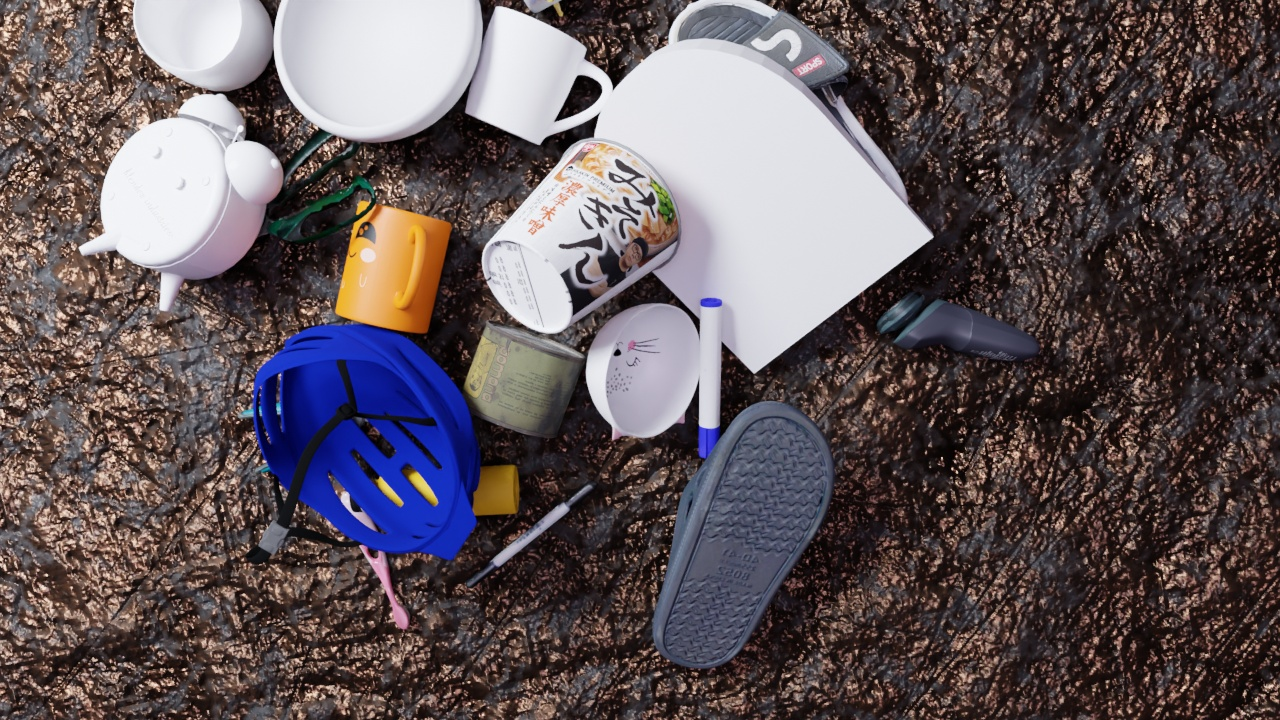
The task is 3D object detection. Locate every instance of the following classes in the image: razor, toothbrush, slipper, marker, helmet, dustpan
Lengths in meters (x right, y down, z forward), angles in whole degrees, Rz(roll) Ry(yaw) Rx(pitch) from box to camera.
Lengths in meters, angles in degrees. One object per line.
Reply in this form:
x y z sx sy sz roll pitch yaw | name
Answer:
0.281 -0.024 0.806 0.143 0.047 0.052 16 70 -5 | razor
-0.238 0.180 0.830 0.021 0.016 0.135 -23 92 1 | toothbrush
0.132 -0.206 0.779 0.111 0.063 0.264 -37 96 2 | slipper
-0.098 0.157 0.831 0.152 0.011 0.011 -39 94 3 | marker
-0.232 0.065 0.695 0.241 0.227 0.148 39 109 13 | helmet
0.081 -0.143 0.767 0.257 0.053 0.192 44 118 -12 | dustpan
0.084 0.148 0.806 0.110 0.083 0.269 16 112 -10 | slipper
0.060 0.016 0.799 0.020 0.020 0.142 -1 109 -1 | marker

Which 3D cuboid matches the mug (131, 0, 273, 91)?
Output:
-0.370 -0.280 0.762 0.115 0.068 0.094 22 94 -2 | mug

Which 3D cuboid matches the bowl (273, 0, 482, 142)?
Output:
-0.207 -0.261 0.758 0.177 0.066 0.176 -1 86 12 | bowl

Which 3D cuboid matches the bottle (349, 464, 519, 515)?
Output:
-0.181 0.117 0.810 0.143 0.043 0.043 -3 95 -1 | bottle

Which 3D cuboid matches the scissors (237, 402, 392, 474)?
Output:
-0.288 0.057 0.817 0.126 0.019 0.154 33 92 -5 | scissors

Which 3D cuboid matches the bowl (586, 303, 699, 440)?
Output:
-0.005 0.005 0.784 0.114 0.051 0.115 -15 112 -41 | bowl

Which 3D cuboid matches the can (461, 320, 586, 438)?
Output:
-0.101 0.016 0.779 0.090 0.090 0.074 21 94 -2 | can

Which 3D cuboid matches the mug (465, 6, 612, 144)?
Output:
-0.083 -0.227 0.764 0.114 0.081 0.088 23 99 -2 | mug

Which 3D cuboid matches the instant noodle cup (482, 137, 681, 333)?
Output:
-0.052 -0.091 0.720 0.123 0.124 0.121 46 54 -4 | instant noodle cup

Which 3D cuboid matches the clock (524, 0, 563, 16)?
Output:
-0.092 -0.348 0.751 0.052 0.088 0.125 -26 95 8 | clock

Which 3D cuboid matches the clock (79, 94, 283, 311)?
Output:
-0.378 -0.136 0.752 0.161 0.073 0.125 -44 71 6 | clock

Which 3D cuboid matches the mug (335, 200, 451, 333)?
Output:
-0.200 -0.075 0.761 0.077 0.113 0.096 11 95 -31 | mug

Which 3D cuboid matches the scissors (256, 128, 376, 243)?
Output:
-0.309 -0.144 0.789 0.210 0.015 0.137 -16 61 19 | scissors
